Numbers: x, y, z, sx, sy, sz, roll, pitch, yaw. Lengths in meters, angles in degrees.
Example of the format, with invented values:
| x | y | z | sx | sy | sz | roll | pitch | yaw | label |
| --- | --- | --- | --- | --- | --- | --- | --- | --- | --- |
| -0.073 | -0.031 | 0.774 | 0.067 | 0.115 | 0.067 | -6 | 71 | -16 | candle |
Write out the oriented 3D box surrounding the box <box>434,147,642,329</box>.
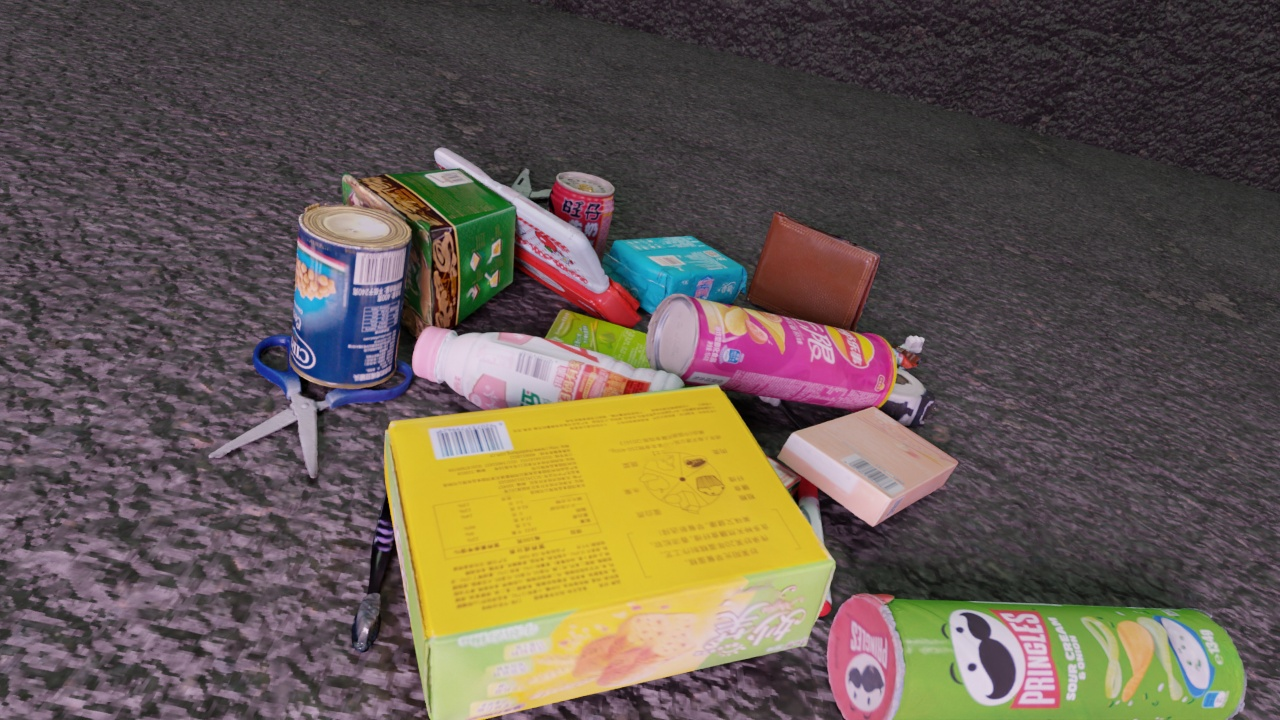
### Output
| x | y | z | sx | sy | sz | roll | pitch | yaw | label |
| --- | --- | --- | --- | --- | --- | --- | --- | --- | --- |
| -0.096 | -0.106 | 0.831 | 0.201 | 0.039 | 0.158 | 34 | -7 | 31 | box |

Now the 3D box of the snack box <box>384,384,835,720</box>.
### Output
| x | y | z | sx | sy | sz | roll | pitch | yaw | label |
| --- | --- | --- | --- | --- | --- | --- | --- | --- | --- |
| -0.024 | 0.095 | 0.504 | 0.209 | 0.070 | 0.157 | -6 | 38 | -20 | snack box |

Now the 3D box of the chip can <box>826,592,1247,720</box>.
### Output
| x | y | z | sx | sy | sz | roll | pitch | yaw | label |
| --- | --- | --- | --- | --- | --- | --- | --- | --- | --- |
| 0.228 | 0.173 | 0.524 | 0.235 | 0.072 | 0.072 | 6 | 29 | -17 | chip can |

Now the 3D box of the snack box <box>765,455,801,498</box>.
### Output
| x | y | z | sx | sy | sz | roll | pitch | yaw | label |
| --- | --- | --- | --- | --- | --- | --- | --- | --- | --- |
| 0.039 | 0.095 | 0.622 | 0.077 | 0.027 | 0.155 | 31 | 31 | 27 | snack box |

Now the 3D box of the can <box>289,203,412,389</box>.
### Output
| x | y | z | sx | sy | sz | roll | pitch | yaw | label |
| --- | --- | --- | --- | --- | --- | --- | --- | --- | --- |
| -0.204 | -0.046 | 0.645 | 0.075 | 0.111 | 0.075 | 12 | 27 | -6 | can |

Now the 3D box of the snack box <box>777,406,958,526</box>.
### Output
| x | y | z | sx | sy | sz | roll | pitch | yaw | label |
| --- | --- | --- | --- | --- | --- | --- | --- | --- | --- |
| 0.176 | 0.076 | 0.695 | 0.084 | 0.026 | 0.157 | 36 | 23 | 28 | snack box |

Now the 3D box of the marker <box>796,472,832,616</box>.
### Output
| x | y | z | sx | sy | sz | roll | pitch | yaw | label |
| --- | --- | --- | --- | --- | --- | --- | --- | --- | --- |
| 0.117 | 0.120 | 0.626 | 0.017 | 0.017 | 0.145 | 15 | 28 | -1 | marker |

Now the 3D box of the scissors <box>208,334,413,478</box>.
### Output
| x | y | z | sx | sy | sz | roll | pitch | yaw | label |
| --- | --- | --- | --- | --- | --- | --- | --- | --- | --- |
| -0.227 | 0.026 | 0.637 | 0.173 | 0.012 | 0.162 | -15 | 41 | -43 | scissors |

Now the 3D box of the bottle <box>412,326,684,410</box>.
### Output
| x | y | z | sx | sy | sz | roll | pitch | yaw | label |
| --- | --- | --- | --- | --- | --- | --- | --- | --- | --- |
| -0.069 | 0.019 | 0.674 | 0.197 | 0.068 | 0.068 | 15 | 27 | 9 | bottle |

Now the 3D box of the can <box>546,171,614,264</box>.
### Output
| x | y | z | sx | sy | sz | roll | pitch | yaw | label |
| --- | --- | --- | --- | --- | --- | --- | --- | --- | --- |
| -0.065 | -0.137 | 0.932 | 0.066 | 0.094 | 0.066 | 12 | 27 | -6 | can |

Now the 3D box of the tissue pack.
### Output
| x | y | z | sx | sy | sz | roll | pitch | yaw | label |
| --- | --- | --- | --- | --- | --- | --- | --- | --- | --- |
| 0.036 | -0.089 | 0.940 | 0.133 | 0.050 | 0.093 | -11 | 35 | -40 | tissue pack |

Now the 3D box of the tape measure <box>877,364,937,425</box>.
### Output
| x | y | z | sx | sy | sz | roll | pitch | yaw | label |
| --- | --- | --- | --- | --- | --- | --- | --- | --- | --- |
| 0.223 | 0.030 | 0.831 | 0.066 | 0.034 | 0.065 | 2 | 28 | -24 | tape measure |

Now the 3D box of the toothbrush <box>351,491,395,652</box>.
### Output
| x | y | z | sx | sy | sz | roll | pitch | yaw | label |
| --- | --- | --- | --- | --- | --- | --- | --- | --- | --- |
| -0.149 | 0.098 | 0.538 | 0.014 | 0.017 | 0.188 | 9 | 26 | -12 | toothbrush |

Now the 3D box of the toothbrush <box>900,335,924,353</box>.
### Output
| x | y | z | sx | sy | sz | roll | pitch | yaw | label |
| --- | --- | --- | --- | --- | --- | --- | --- | --- | --- |
| 0.222 | -0.014 | 0.929 | 0.179 | 0.016 | 0.016 | -3 | 30 | -30 | toothbrush |

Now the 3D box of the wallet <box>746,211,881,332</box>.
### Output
| x | y | z | sx | sy | sz | roll | pitch | yaw | label |
| --- | --- | --- | --- | --- | --- | --- | --- | --- | --- |
| 0.179 | -0.088 | 0.954 | 0.124 | 0.101 | 0.032 | 26 | 28 | 21 | wallet |

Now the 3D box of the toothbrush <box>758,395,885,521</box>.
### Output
| x | y | z | sx | sy | sz | roll | pitch | yaw | label |
| --- | --- | --- | --- | --- | --- | --- | --- | --- | --- |
| 0.141 | 0.069 | 0.734 | 0.018 | 0.016 | 0.181 | 19 | 21 | -36 | toothbrush |

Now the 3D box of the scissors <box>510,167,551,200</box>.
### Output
| x | y | z | sx | sy | sz | roll | pitch | yaw | label |
| --- | --- | --- | --- | --- | --- | --- | --- | --- | --- |
| -0.151 | -0.190 | 1.073 | 0.225 | 0.015 | 0.189 | -7 | 35 | -35 | scissors |

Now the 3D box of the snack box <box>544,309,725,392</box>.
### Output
| x | y | z | sx | sy | sz | roll | pitch | yaw | label |
| --- | --- | --- | --- | --- | --- | --- | --- | --- | --- |
| -0.005 | 0.005 | 0.771 | 0.156 | 0.026 | 0.085 | 16 | 28 | 1 | snack box |

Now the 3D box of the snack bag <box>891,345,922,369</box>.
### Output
| x | y | z | sx | sy | sz | roll | pitch | yaw | label |
| --- | --- | --- | --- | --- | --- | --- | --- | --- | --- |
| 0.223 | -0.001 | 0.896 | 0.104 | 0.026 | 0.048 | -2 | 20 | -30 | snack bag |

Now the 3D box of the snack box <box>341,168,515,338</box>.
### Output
| x | y | z | sx | sy | sz | roll | pitch | yaw | label |
| --- | --- | --- | --- | --- | --- | --- | --- | --- | --- |
| -0.168 | -0.100 | 0.763 | 0.118 | 0.118 | 0.105 | 36 | 47 | 28 | snack box |

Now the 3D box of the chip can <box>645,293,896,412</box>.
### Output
| x | y | z | sx | sy | sz | roll | pitch | yaw | label |
| --- | --- | --- | --- | --- | --- | --- | --- | --- | --- |
| 0.110 | -0.003 | 0.749 | 0.210 | 0.071 | 0.071 | 10 | 26 | -31 | chip can |
